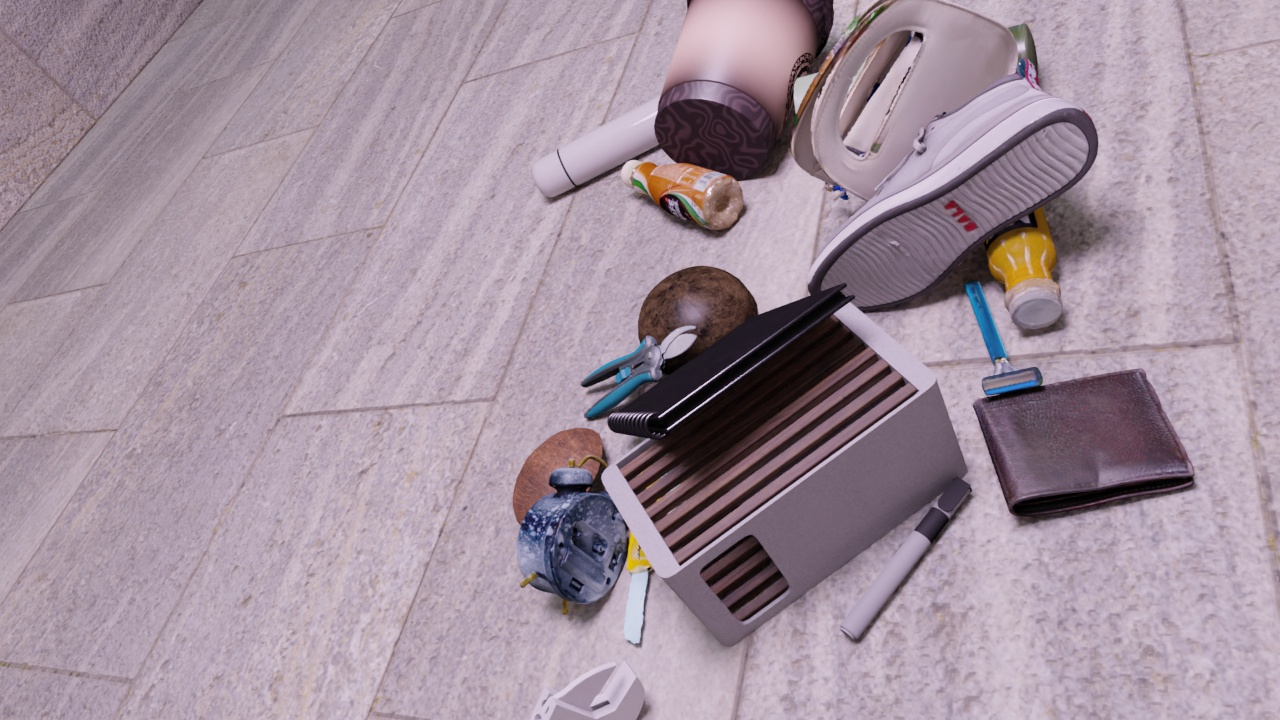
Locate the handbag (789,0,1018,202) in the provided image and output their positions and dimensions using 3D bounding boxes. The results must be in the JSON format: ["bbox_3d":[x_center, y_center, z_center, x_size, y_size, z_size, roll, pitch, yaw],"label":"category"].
[{"bbox_3d":[0.219,-0.233,0.820,0.093,0.199,0.201,46,118,45],"label":"handbag"}]

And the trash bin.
[{"bbox_3d":[0.108,0.084,0.687,0.229,0.114,0.114,-36,42,-1],"label":"trash bin"}]

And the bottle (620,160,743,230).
[{"bbox_3d":[0.039,-0.191,1.018,0.059,0.059,0.167,-47,43,-13],"label":"bottle"}]

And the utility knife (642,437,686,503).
[{"bbox_3d":[0.019,0.083,0.798,0.022,0.015,0.119,-25,43,2],"label":"utility knife"}]

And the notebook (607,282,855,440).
[{"bbox_3d":[0.057,0.006,0.725,0.169,0.019,0.232,-35,3,-9],"label":"notebook"}]

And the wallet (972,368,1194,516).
[{"bbox_3d":[0.309,0.057,0.649,0.120,0.031,0.099,-14,45,14],"label":"wallet"}]

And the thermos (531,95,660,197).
[{"bbox_3d":[-0.030,-0.270,1.138,0.224,0.052,0.052,-25,43,11],"label":"thermos"}]

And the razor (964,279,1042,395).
[{"bbox_3d":[0.280,-0.019,0.731,0.042,0.022,0.143,-12,36,14],"label":"razor"}]

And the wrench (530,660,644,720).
[{"bbox_3d":[-0.101,0.320,0.654,0.273,0.086,0.018,-48,43,1],"label":"wrench"}]

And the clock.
[{"bbox_3d":[-0.051,0.139,0.758,0.052,0.090,0.129,1,57,40],"label":"clock"}]

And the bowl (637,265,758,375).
[{"bbox_3d":[0.047,-0.049,0.888,0.121,0.056,0.121,-18,45,18],"label":"bowl"}]

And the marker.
[{"bbox_3d":[0.190,0.141,0.656,0.140,0.016,0.016,-47,44,-13],"label":"marker"}]

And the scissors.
[{"bbox_3d":[-0.006,0.013,0.862,0.132,0.019,0.148,24,92,48],"label":"scissors"}]

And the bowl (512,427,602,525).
[{"bbox_3d":[-0.083,0.099,0.838,0.102,0.026,0.114,-28,30,24],"label":"bowl"}]

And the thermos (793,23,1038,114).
[{"bbox_3d":[0.280,-0.280,0.936,0.232,0.082,0.082,-8,49,27],"label":"thermos"}]

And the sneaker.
[{"bbox_3d":[0.243,-0.145,0.778,0.264,0.096,0.128,-39,31,34],"label":"sneaker"}]

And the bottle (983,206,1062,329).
[{"bbox_3d":[0.315,-0.107,0.772,0.053,0.053,0.185,-14,47,22],"label":"bottle"}]

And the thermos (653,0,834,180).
[{"bbox_3d":[0.111,-0.331,1.028,0.173,0.173,0.225,3,61,34],"label":"thermos"}]

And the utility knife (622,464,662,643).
[{"bbox_3d":[0.006,0.141,0.777,0.031,0.018,0.206,-19,47,30],"label":"utility knife"}]
